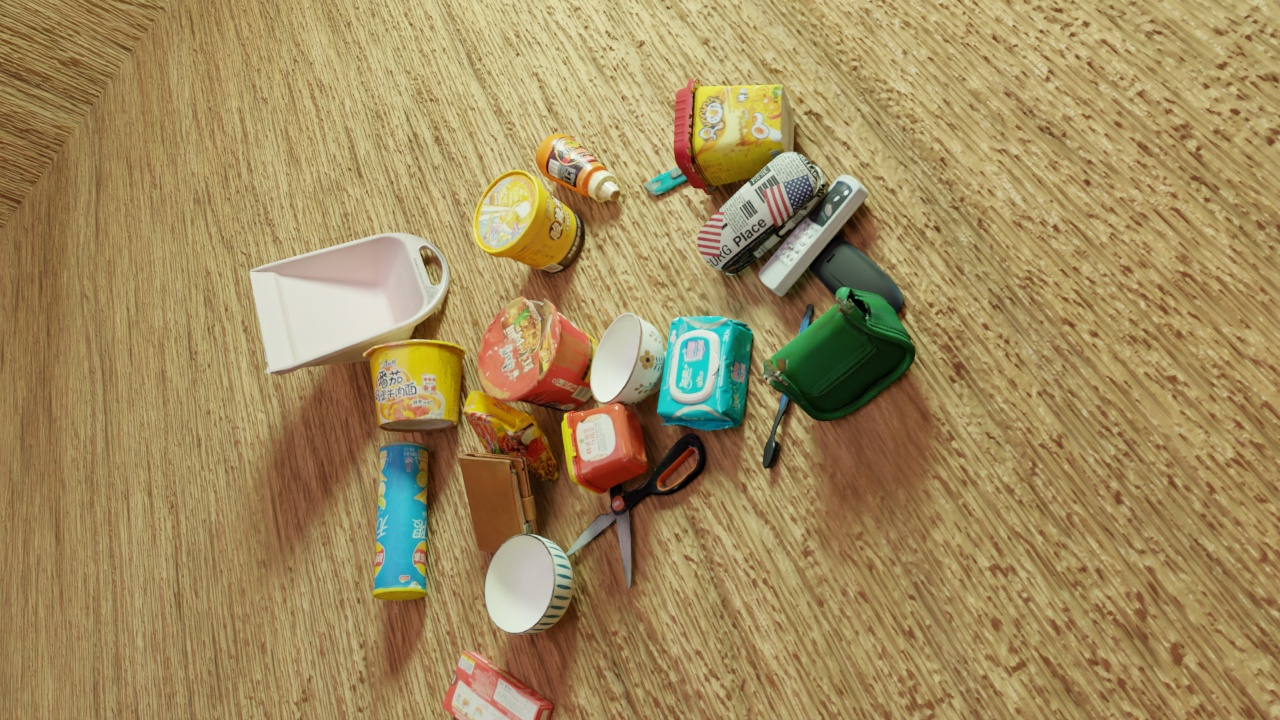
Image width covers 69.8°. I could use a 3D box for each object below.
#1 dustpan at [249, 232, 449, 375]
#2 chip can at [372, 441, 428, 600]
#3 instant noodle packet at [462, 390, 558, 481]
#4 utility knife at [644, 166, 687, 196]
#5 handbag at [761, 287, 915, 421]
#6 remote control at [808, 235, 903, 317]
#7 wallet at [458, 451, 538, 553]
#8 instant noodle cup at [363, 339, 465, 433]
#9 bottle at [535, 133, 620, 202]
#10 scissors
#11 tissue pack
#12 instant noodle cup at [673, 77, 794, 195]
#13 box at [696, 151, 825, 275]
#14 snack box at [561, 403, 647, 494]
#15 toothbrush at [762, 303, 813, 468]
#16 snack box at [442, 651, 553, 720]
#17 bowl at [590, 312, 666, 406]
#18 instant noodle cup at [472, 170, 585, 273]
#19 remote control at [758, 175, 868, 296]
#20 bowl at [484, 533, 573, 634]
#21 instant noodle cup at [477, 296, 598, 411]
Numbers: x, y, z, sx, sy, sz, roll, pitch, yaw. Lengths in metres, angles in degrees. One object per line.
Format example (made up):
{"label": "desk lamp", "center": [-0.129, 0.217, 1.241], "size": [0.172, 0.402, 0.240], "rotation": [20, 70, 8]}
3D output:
{"label": "dustpan", "center": [-0.442, -0.110, 1.401], "size": [0.222, 0.272, 0.139], "rotation": [61, 138, 32]}
{"label": "chip can", "center": [-0.332, 0.222, 1.276], "size": [0.071, 0.071, 0.210], "rotation": [-20, 63, 32]}
{"label": "instant noodle packet", "center": [-0.170, 0.097, 1.176], "size": [0.128, 0.111, 0.044], "rotation": [18, 49, 42]}
{"label": "utility knife", "center": [0.072, -0.251, 1.166], "size": [0.167, 0.013, 0.029], "rotation": [-24, 65, 29]}
{"label": "handbag", "center": [0.195, -0.005, 0.908], "size": [0.132, 0.120, 0.068], "rotation": [-44, 50, 27]}
{"label": "remote control", "center": [0.224, -0.090, 0.979], "size": [0.053, 0.024, 0.136], "rotation": [-50, 50, 14]}
{"label": "wallet", "center": [-0.177, 0.182, 1.159], "size": [0.108, 0.031, 0.132], "rotation": [-1, 106, 36]}
{"label": "instant noodle cup", "center": [-0.316, 0.041, 1.296], "size": [0.138, 0.138, 0.109], "rotation": [-13, 74, 35]}
{"label": "bottle", "center": [-0.081, -0.258, 1.263], "size": [0.149, 0.066, 0.067], "rotation": [38, 99, 33]}
{"label": "scissors", "center": [-0.019, 0.149, 1.088], "size": [0.234, 0.021, 0.220], "rotation": [-39, 54, 20]}
{"label": "tissue pack", "center": [0.073, 0.016, 1.044], "size": [0.093, 0.050, 0.133], "rotation": [-3, 72, 37]}
{"label": "instant noodle cup", "center": [0.112, -0.266, 1.075], "size": [0.124, 0.116, 0.116], "rotation": [-2, 76, 21]}
{"label": "box", "center": [0.131, -0.166, 1.036], "size": [0.164, 0.082, 0.075], "rotation": [-39, 44, 24]}
{"label": "snack box", "center": [-0.040, 0.099, 1.058], "size": [0.080, 0.082, 0.091], "rotation": [-20, 62, 18]}
{"label": "toothbrush", "center": [0.162, 0.027, 0.996], "size": [0.014, 0.016, 0.189], "rotation": [5, 74, 49]}
{"label": "snack box", "center": [-0.175, 0.418, 1.111], "size": [0.153, 0.025, 0.075], "rotation": [16, 85, 41]}
{"label": "bowl", "center": [-0.006, 0.006, 1.093], "size": [0.114, 0.062, 0.113], "rotation": [-40, 39, 43]}
{"label": "instant noodle cup", "center": [-0.146, -0.180, 1.246], "size": [0.119, 0.114, 0.118], "rotation": [-15, 65, 34]}
{"label": "remote control", "center": [0.188, -0.139, 1.014], "size": [0.150, 0.021, 0.058], "rotation": [-51, 24, 12]}
{"label": "bowl", "center": [-0.124, 0.269, 1.098], "size": [0.117, 0.066, 0.116], "rotation": [-15, 64, 35]}
{"label": "instant noodle cup", "center": [-0.122, 0.001, 1.165], "size": [0.138, 0.108, 0.137], "rotation": [-16, 63, 33]}
